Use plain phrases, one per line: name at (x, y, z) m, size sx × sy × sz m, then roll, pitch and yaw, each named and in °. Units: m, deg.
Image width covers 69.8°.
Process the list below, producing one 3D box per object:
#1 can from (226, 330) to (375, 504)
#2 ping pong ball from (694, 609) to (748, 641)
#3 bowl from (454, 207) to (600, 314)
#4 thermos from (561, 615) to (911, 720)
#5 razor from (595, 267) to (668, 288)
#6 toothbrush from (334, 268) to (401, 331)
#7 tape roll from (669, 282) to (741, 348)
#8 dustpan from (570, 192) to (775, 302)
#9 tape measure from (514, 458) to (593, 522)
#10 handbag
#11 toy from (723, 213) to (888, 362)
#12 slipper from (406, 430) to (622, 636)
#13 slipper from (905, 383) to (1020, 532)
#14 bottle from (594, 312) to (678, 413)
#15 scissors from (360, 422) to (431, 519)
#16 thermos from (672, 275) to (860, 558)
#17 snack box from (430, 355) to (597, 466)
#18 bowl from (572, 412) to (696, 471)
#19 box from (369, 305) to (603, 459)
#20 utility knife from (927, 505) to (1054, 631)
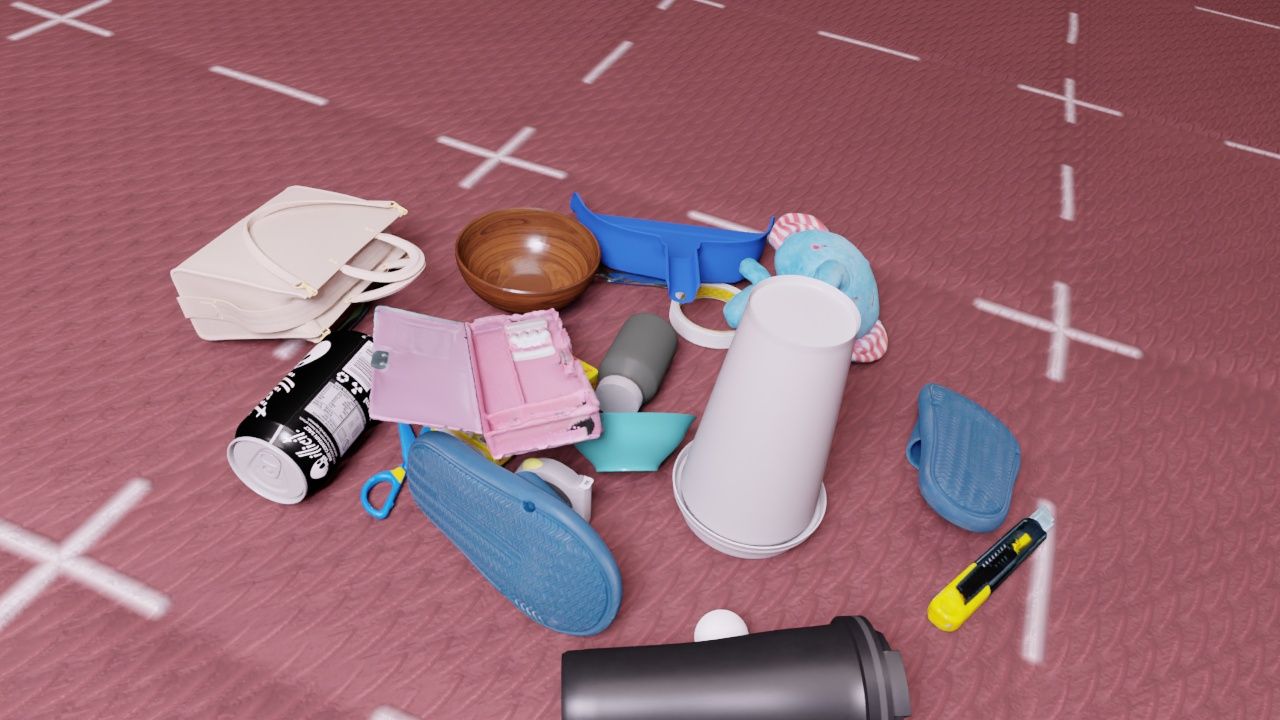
can at (-0.269, 0.044, 0.768) m, size 0.080 × 0.080 × 0.145 m, roll 18°, pitch 42°, yaw 9°
ping pong ball at (0.060, 0.205, 0.678) m, size 0.040 × 0.040 × 0.040 m, roll 5°, pitch 42°, yaw -5°
bowl at (-0.117, -0.090, 0.953) m, size 0.147 × 0.069 × 0.147 m, roll 5°, pitch 42°, yaw -4°
thermos at (0.057, 0.228, 0.614) m, size 0.218 × 0.106 × 0.105 m, roll -1°, pitch 42°, yaw -4°
razor at (-0.014, -0.092, 1.013) m, size 0.141 × 0.018 × 0.043 m, roll 9°, pitch 32°, yaw -2°
toothbrush at (-0.288, -0.036, 0.908) m, size 0.014 × 0.017 × 0.187 m, roll 16°, pitch 45°, yaw 13°
tape roll at (0.078, -0.050, 0.982) m, size 0.094 × 0.019 × 0.093 m, roll 5°, pitch 42°, yaw -5°
dustpan at (0.039, -0.118, 0.995) m, size 0.245 × 0.060 × 0.257 m, roll 6°, pitch 34°, yaw -3°
tape measure at (-0.070, 0.109, 0.745) m, size 0.065 × 0.064 × 0.016 m, roll 17°, pitch 42°, yaw 15°
handbag at (-0.299, -0.089, 0.873) m, size 0.198 × 0.101 × 0.194 m, roll 7°, pitch 38°, yaw 18°
toy at (0.171, -0.068, 0.945) m, size 0.180 × 0.115 × 0.183 m, roll -23°, pitch 81°, yaw -28°
slipper at (-0.095, 0.121, 0.700) m, size 0.214 × 0.104 × 0.059 m, roll 33°, pitch 35°, yaw 22°
slipper at (0.293, 0.091, 0.837) m, size 0.104 × 0.059 × 0.213 m, roll 26°, pitch 31°, yaw 4°
bottle at (-0.005, 0.005, 0.875) m, size 0.060 × 0.060 × 0.108 m, roll 18°, pitch 42°, yaw 9°
scissors at (-0.184, 0.087, 0.787) m, size 0.097 × 0.020 × 0.132 m, roll 14°, pitch 41°, yaw -1°
thermos at (0.103, 0.046, 0.726) m, size 0.131 × 0.222 × 0.131 m, roll 5°, pitch 42°, yaw -5°
snack box at (-0.112, 0.036, 0.841) m, size 0.075 × 0.025 × 0.151 m, roll 29°, pitch 42°, yaw 21°
bowl at (-0.012, 0.072, 0.791) m, size 0.121 × 0.121 × 0.046 m, roll 1°, pitch 82°, yaw -10°
box at (-0.137, 0.011, 0.774) m, size 0.180 × 0.051 × 0.232 m, roll 0°, pitch 23°, yaw -13°
utility knife at (0.304, 0.171, 0.779) m, size 0.185 × 0.020 × 0.029 m, roll -27°, pitch 55°, yaw -35°
